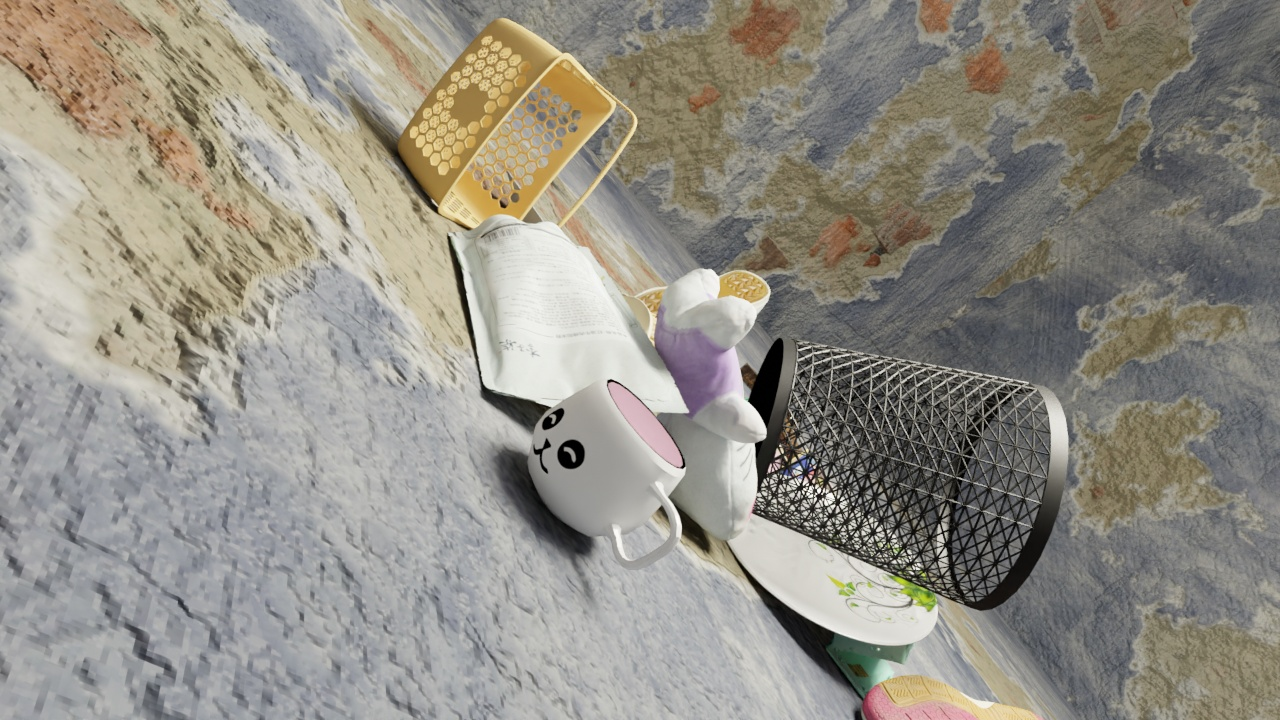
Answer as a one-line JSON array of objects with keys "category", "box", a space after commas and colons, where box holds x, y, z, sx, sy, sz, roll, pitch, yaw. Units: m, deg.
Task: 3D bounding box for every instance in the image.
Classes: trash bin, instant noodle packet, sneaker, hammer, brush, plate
[{"category": "trash bin", "box": [0.223, 0.091, 0.857, 0.243, 0.217, 0.216, 17, 13, -1]}, {"category": "instant noodle packet", "box": [-0.071, -0.037, 0.730, 0.146, 0.057, 0.269, 4, 32, -22]}, {"category": "sneaker", "box": [0.278, 0.349, 0.795, 0.241, 0.091, 0.116, 22, 16, -24]}, {"category": "hammer", "box": [0.183, 0.085, 1.214, 0.120, 0.033, 0.330, 47, 9, -7]}, {"category": "brush", "box": [-0.005, 0.005, 0.929, 0.077, 0.062, 0.271, 40, 17, -18]}, {"category": "plate", "box": [-0.110, -0.142, 1.044, 0.173, 0.019, 0.173, 55, 0, -1]}, {"category": "sneaker", "box": [0.065, -0.048, 1.156, 0.234, 0.079, 0.087, -18, 55, -36]}, {"category": "plate", "box": [0.172, 0.192, 0.879, 0.229, 0.030, 0.229, 20, 25, -10]}]

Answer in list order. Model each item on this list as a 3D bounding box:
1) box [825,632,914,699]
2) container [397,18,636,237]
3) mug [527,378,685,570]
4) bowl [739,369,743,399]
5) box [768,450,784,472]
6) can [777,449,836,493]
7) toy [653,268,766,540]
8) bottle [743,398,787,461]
[{"category": "box", "box": [0.226, 0.291, 0.900, 0.077, 0.079, 0.188, 9, -3, 20]}, {"category": "container", "box": [-0.112, -0.201, 0.862, 0.167, 0.183, 0.129, 45, 9, 18]}, {"category": "mug", "box": [-0.017, 0.073, 0.548, 0.090, 0.076, 0.123, 37, 16, -47]}, {"category": "bowl", "box": [0.063, 0.020, 1.038, 0.132, 0.064, 0.131, 41, 43, -53]}, {"category": "box", "box": [0.125, 0.087, 1.156, 0.180, 0.055, 0.232, 37, 15, -51]}, {"category": "can", "box": [0.163, 0.146, 0.997, 0.099, 0.054, 0.059, -28, 74, -41]}, {"category": "toy", "box": [0.051, 0.039, 0.753, 0.137, 0.085, 0.209, -126, -150, -62]}, {"category": "bottle", "box": [0.167, 0.106, 1.279, 0.110, 0.043, 0.042, 52, 11, 10]}]
